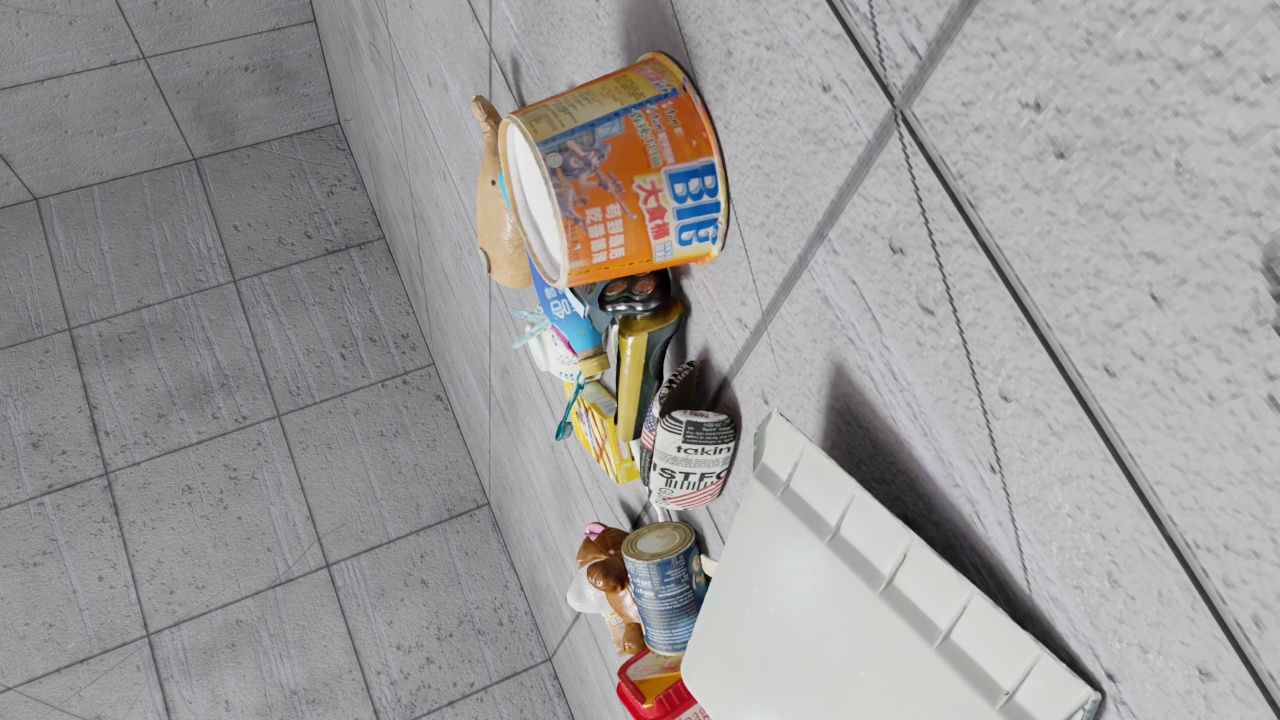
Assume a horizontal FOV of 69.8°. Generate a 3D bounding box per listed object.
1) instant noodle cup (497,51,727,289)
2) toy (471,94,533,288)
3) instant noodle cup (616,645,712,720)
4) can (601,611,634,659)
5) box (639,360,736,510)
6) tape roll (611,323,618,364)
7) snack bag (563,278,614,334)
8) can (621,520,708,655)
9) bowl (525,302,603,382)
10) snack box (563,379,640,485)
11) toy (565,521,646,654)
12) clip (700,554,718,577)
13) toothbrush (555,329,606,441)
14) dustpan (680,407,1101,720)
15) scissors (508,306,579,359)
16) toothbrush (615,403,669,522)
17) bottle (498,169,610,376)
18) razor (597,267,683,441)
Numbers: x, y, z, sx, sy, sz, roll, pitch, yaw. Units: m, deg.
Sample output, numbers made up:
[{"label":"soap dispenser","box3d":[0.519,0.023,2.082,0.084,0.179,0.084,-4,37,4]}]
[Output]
[{"label":"instant noodle cup","box3d":[-0.025,-0.121,0.626,0.151,0.111,0.151,160,90,-74]},{"label":"toy","box3d":[-0.142,-0.175,0.989,0.143,0.082,0.226,58,157,31]},{"label":"instant noodle cup","box3d":[0.054,0.354,0.937,0.124,0.116,0.117,61,165,-12]},{"label":"can","box3d":[-0.022,0.332,1.218,0.059,0.058,0.116,121,128,-69]},{"label":"box","box3d":[0.032,0.061,0.763,0.163,0.076,0.087,93,174,-59]},{"label":"tape roll","box3d":[-0.005,0.005,0.876,0.086,0.014,0.086,70,163,0]},{"label":"snack bag","box3d":[-0.051,-0.082,0.776,0.191,0.039,0.110,41,-138,-83]},{"label":"can","box3d":[0.028,0.223,0.910,0.075,0.075,0.111,-149,42,-65]},{"label":"bowl","box3d":[-0.091,-0.024,1.033,0.113,0.062,0.113,161,90,-75]},{"label":"snack box","box3d":[-0.046,0.074,1.051,0.140,0.033,0.087,-137,32,-60]},{"label":"toy","box3d":[-0.024,0.257,1.055,0.199,0.130,0.140,-148,35,-79]},{"label":"clip","box3d":[0.092,0.168,0.714,0.100,0.071,0.035,22,131,61]},{"label":"toothbrush","box3d":[-0.063,0.026,1.002,0.192,0.018,0.016,114,146,-41]},{"label":"dustpan","box3d":[0.142,0.188,0.569,0.222,0.142,0.258,44,123,35]},{"label":"scissors","box3d":[-0.095,-0.050,0.977,0.134,0.017,0.113,19,102,38]},{"label":"toothbrush","box3d":[0.008,0.131,0.965,0.029,0.020,0.189,155,97,-75]},{"label":"bottle","box3d":[-0.078,-0.091,0.906,0.065,0.065,0.218,-178,70,-72]},{"label":"razor","box3d":[-0.005,-0.002,0.746,0.062,0.067,0.168,-96,10,-52]}]
